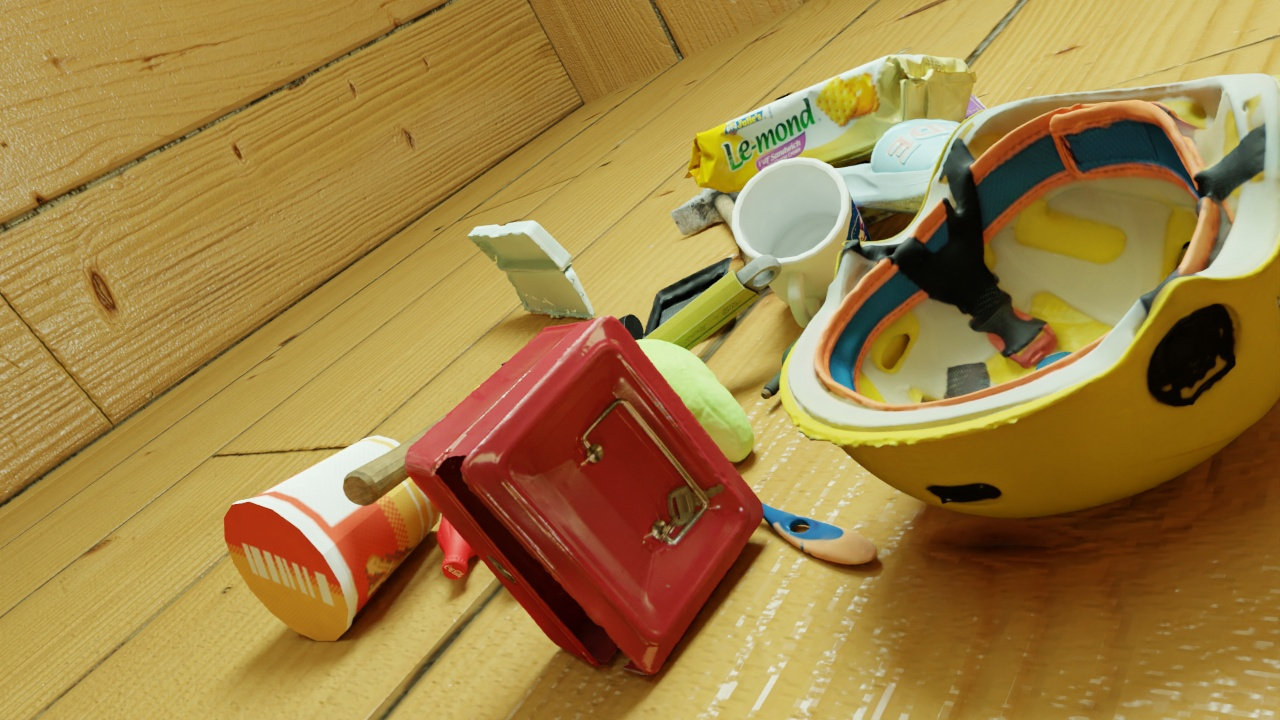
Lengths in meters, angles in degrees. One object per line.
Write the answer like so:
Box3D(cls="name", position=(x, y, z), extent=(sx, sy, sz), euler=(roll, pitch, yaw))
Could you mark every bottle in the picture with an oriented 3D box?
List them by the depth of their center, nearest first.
Box3D(cls="bottle", position=(0.122, -0.005, 0.670), extent=(0.105, 0.025, 0.025), euler=(-41, 23, -28))
Box3D(cls="bottle", position=(-0.134, 0.126, 0.697), extent=(0.036, 0.036, 0.119), euler=(-28, 21, 7))

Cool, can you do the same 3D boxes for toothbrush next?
Box3D(cls="toothbrush", position=(0.084, 0.091, 0.512), extent=(0.021, 0.017, 0.135), euler=(-41, 25, -18))

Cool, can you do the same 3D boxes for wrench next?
Box3D(cls="wrench", position=(-0.004, 0.004, 0.712), extent=(0.274, 0.083, 0.018), euler=(-38, 61, 21))

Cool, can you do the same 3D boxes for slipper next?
Box3D(cls="slipper", position=(0.223, -0.152, 0.725), extent=(0.104, 0.074, 0.245), euler=(2, 9, -23))

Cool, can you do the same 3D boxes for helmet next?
Box3D(cls="helmet", position=(0.193, -0.009, 0.426), extent=(0.240, 0.139, 0.209), euler=(-47, 23, -8))

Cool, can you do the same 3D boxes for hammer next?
Box3D(cls="hammer", position=(-0.125, 0.038, 0.761), extent=(0.133, 0.040, 0.304), euler=(-21, 9, 37))
Box3D(cls="hammer", position=(0.108, -0.145, 1.000), extent=(0.121, 0.049, 0.318), euler=(-30, 22, 8))

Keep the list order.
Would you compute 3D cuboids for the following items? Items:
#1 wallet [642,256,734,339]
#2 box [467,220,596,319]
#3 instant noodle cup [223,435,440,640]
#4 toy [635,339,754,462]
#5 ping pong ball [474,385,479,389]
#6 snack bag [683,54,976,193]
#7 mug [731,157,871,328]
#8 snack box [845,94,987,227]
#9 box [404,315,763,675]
Box3D(cls="wallet", position=(0.049, -0.050, 0.873), extent=(0.089, 0.026, 0.114), euler=(-24, 22, 21))
Box3D(cls="box", position=(-0.130, -0.110, 1.104), extent=(0.040, 0.134, 0.197), euler=(-48, 25, -16))
Box3D(cls="instant noodle cup", position=(-0.231, 0.129, 0.718), extent=(0.124, 0.123, 0.120), euler=(-14, 18, 38))
Box3D(cls="toy", position=(-0.031, 0.052, 0.641), extent=(0.197, 0.107, 0.150), euler=(-21, 19, -3))
Box3D(cls="ping pong ball", position=(-0.149, 0.042, 0.910), extent=(0.040, 0.040, 0.040), euler=(-26, 20, 10))
Box3D(cls="snack bag", position=(0.176, -0.215, 0.856), extent=(0.248, 0.068, 0.159), euler=(-12, 7, 44))
Box3D(cls="mug", position=(0.129, -0.084, 0.726), extent=(0.091, 0.090, 0.121), euler=(-4, 68, 25))
Box3D(cls="snack box", position=(0.272, -0.199, 0.898), extent=(0.148, 0.040, 0.143), euler=(-23, 21, 18))
Box3D(cls="box", position=(-0.028, 0.071, 0.499), extent=(0.129, 0.157, 0.093), euler=(-45, 18, -26))
